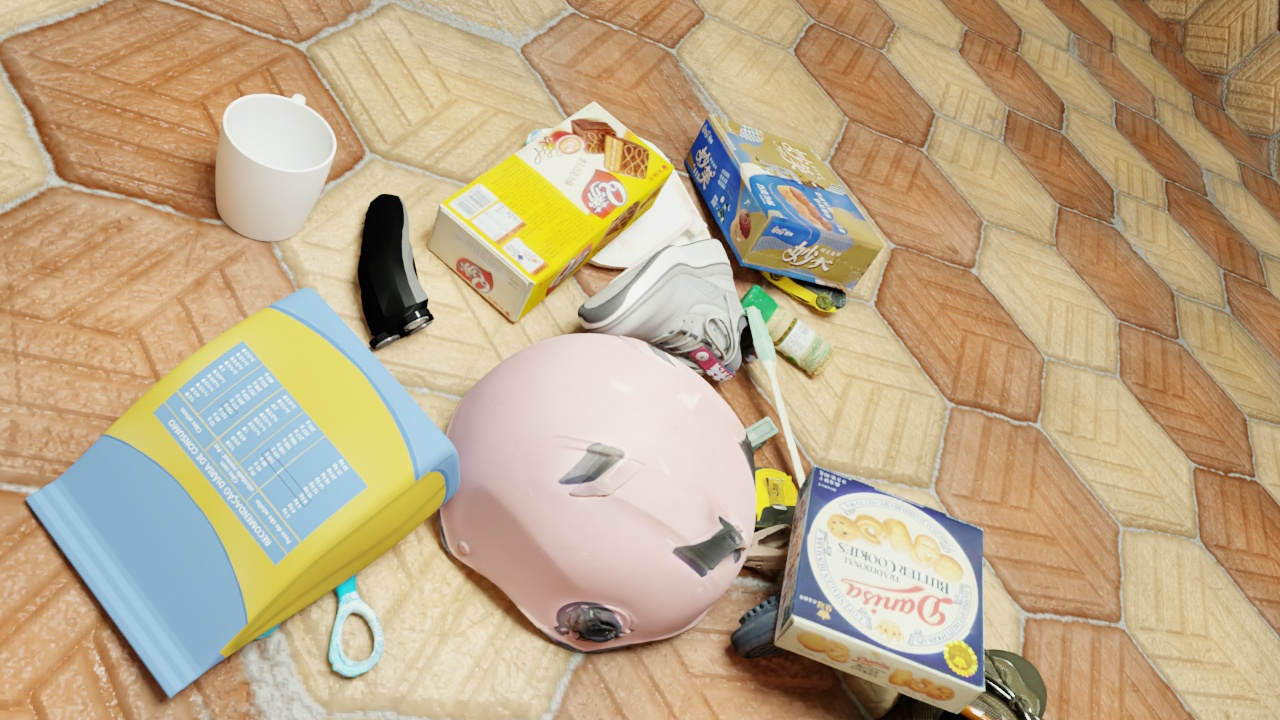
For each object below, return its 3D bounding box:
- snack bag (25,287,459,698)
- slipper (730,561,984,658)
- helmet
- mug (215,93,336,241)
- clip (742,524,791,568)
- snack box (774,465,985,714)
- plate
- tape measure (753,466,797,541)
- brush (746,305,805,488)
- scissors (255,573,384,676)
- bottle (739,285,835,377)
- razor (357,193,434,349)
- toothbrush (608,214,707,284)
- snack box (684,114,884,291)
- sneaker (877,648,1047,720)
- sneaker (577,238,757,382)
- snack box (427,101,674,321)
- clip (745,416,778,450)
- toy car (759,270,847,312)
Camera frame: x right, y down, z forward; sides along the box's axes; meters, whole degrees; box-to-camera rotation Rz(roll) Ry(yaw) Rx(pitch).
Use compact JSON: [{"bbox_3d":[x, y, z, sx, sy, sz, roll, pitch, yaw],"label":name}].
[{"bbox_3d":[-0.239,0.077,0.566,0.204,0.102,0.159,-38,75,-24],"label":"snack bag"},{"bbox_3d":[0.179,0.176,0.762,0.263,0.101,0.082,-5,60,-32],"label":"slipper"},{"bbox_3d":[-0.010,0.082,0.684,0.255,0.153,0.229,38,40,-10],"label":"helmet"},{"bbox_3d":[-0.289,-0.160,0.728,0.081,0.088,0.114,19,47,-20],"label":"mug"},{"bbox_3d":[0.103,0.153,0.768,0.060,0.024,0.039,2,43,11],"label":"clip"},{"bbox_3d":[0.181,0.165,0.681,0.144,0.043,0.144,21,45,-1],"label":"snack box"},{"bbox_3d":[-0.023,-0.167,0.963,0.186,0.016,0.186,-6,60,-37],"label":"plate"},{"bbox_3d":[0.110,0.123,0.801,0.065,0.037,0.064,11,51,-26],"label":"tape measure"},{"bbox_3d":[0.134,0.053,0.852,0.033,0.012,0.217,17,57,-67],"label":"brush"},{"bbox_3d":[-0.210,0.135,0.599,0.114,0.013,0.140,12,51,-22],"label":"scissors"},{"bbox_3d":[0.149,-0.030,0.950,0.111,0.043,0.042,37,44,-3],"label":"bottle"},{"bbox_3d":[-0.204,-0.080,0.750,0.060,0.057,0.156,31,33,-57],"label":"razor"},{"bbox_3d":[0.019,-0.108,0.918,0.018,0.016,0.180,48,44,0],"label":"toothbrush"},{"bbox_3d":[0.156,-0.177,1.026,0.154,0.069,0.202,10,39,-28],"label":"snack box"},{"bbox_3d":[0.269,0.270,0.712,0.237,0.143,0.101,-15,65,-41],"label":"sneaker"},{"bbox_3d":[0.037,-0.032,0.825,0.128,0.097,0.262,58,26,5],"label":"sneaker"},{"bbox_3d":[-0.077,-0.144,0.853,0.110,0.062,0.229,40,51,5],"label":"snack box"},{"bbox_3d":[0.088,0.081,0.839,0.078,0.049,0.023,-27,71,-26],"label":"clip"},{"bbox_3d":[0.181,-0.087,1.022,0.107,0.030,0.049,31,37,4],"label":"toy car"}]
